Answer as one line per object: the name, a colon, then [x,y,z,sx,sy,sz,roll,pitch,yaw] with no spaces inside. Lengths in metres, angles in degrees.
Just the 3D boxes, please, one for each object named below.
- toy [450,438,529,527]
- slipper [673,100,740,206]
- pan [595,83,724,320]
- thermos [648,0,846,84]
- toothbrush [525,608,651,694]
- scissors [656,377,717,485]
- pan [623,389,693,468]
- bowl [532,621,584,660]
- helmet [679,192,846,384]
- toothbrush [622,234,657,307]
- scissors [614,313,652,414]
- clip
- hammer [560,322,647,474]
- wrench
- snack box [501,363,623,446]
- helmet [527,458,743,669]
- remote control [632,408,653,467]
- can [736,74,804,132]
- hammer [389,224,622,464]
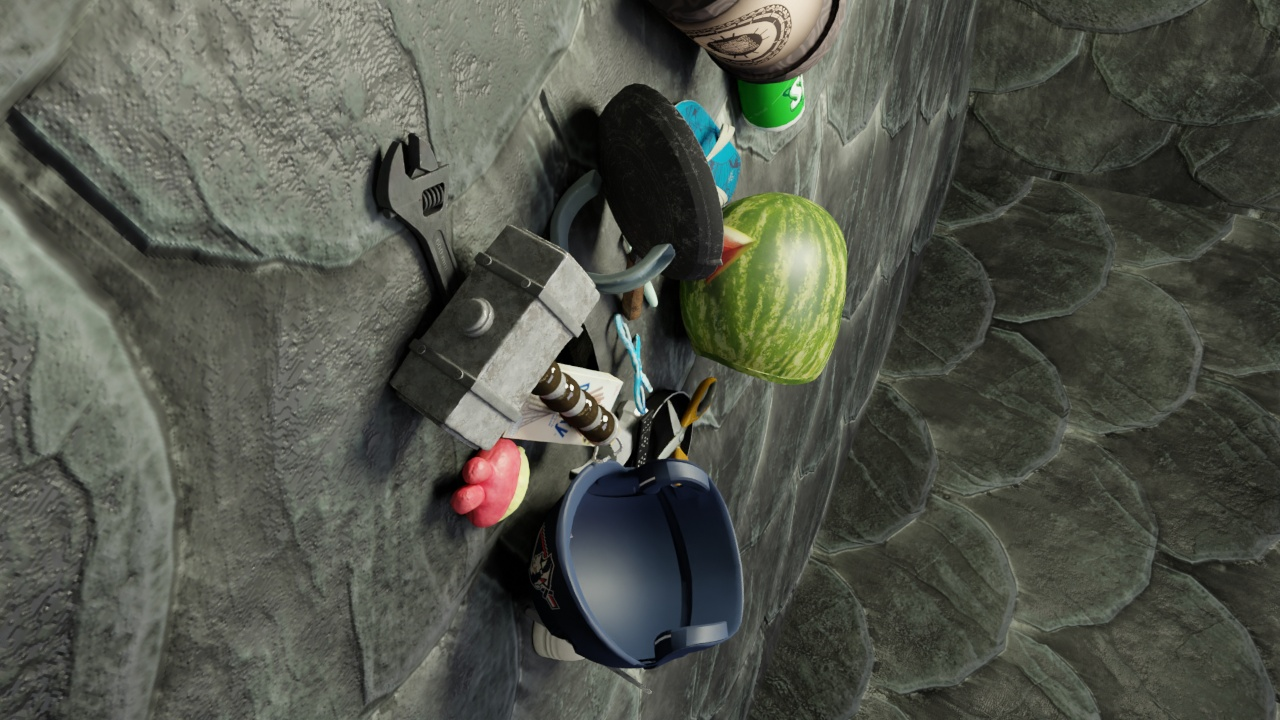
toy: [-0.146,0.122,0.909,0.135,0.045,0.091,35,72,-73]
slipper: [0.091,-0.255,1.174,0.294,0.060,0.118,1,102,-67]
pan: [0.001,-0.132,0.972,0.040,0.207,0.358,-26,158,-21]
thermos: [0.104,-0.400,0.972,0.225,0.173,0.173,-4,110,-60]
toothbrush: [-0.062,0.344,1.090,0.010,0.181,0.010,-62,159,-2]
scissors: [0.063,0.118,1.347,0.224,0.016,0.230,-47,145,-48]
pan: [0.030,0.182,1.381,0.224,0.034,0.357,-63,156,-23]
bowl: [-0.069,0.328,1.201,0.150,0.075,0.151,-48,148,-45]
helmet: [0.167,-0.108,1.250,0.242,0.213,0.247,9,102,-48]
toothbrush: [0.002,-0.108,1.127,0.015,0.022,0.155,-31,150,-4]
scissors: [-0.007,0.007,1.129,0.134,0.011,0.139,65,15,-49]
clip: [-0.045,-0.119,0.896,0.032,0.165,0.165,49,42,-60]
hammer: [-0.059,0.027,1.059,0.130,0.039,0.329,-59,153,-28]
wrench: [-0.163,-0.072,0.771,0.072,0.018,0.274,-56,154,-33]
snack box: [-0.086,0.045,0.962,0.149,0.026,0.082,12,104,-53]
helmet: [-0.028,0.234,1.047,0.272,0.223,0.232,41,39,-57]
remote control: [0.000,0.125,1.203,0.030,0.009,0.140,-44,150,-49]
can: [0.174,-0.381,1.236,0.087,0.088,0.140,-64,156,-21]
hammer: [-0.080,0.026,0.874,0.176,0.079,0.326,-55,149,-8]
